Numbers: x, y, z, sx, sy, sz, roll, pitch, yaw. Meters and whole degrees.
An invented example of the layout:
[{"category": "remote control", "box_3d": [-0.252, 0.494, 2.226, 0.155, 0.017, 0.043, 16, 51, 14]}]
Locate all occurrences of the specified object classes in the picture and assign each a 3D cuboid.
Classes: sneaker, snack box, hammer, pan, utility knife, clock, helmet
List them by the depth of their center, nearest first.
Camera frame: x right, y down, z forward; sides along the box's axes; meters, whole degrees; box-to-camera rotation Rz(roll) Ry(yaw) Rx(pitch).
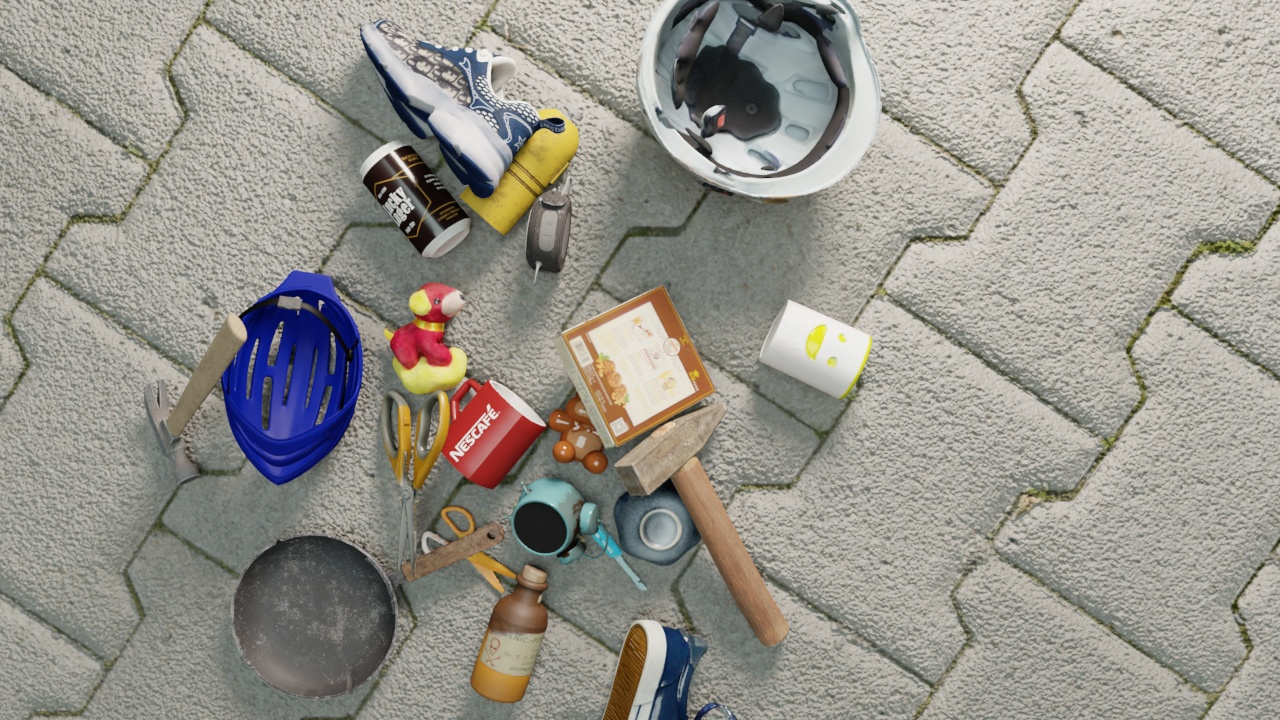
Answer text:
[{"category": "hammer", "box_3d": [-0.485, 0.034, 0.999, 0.030, 0.332, 0.119, -24, 83, -42]}, {"category": "helmet", "box_3d": [-0.383, 0.014, 1.004, 0.147, 0.228, 0.241, 9, 79, -14]}, {"category": "helmet", "box_3d": [0.123, -0.296, 1.013, 0.264, 0.163, 0.237, 29, 97, -7]}, {"category": "sneaker", "box_3d": [-0.206, -0.311, 1.038, 0.132, 0.103, 0.269, -39, 69, -11]}, {"category": "clock", "box_3d": [-0.107, -0.152, 1.058, 0.044, 0.091, 0.123, 9, 98, 0]}, {"category": "snack box", "box_3d": [-0.006, 0.006, 1.062, 0.146, 0.041, 0.143, -28, 93, -23]}, {"category": "hammer", "box_3d": [0.099, 0.204, 1.076, 0.157, 0.037, 0.301, -37, 105, -36]}, {"category": "clock", "box_3d": [-0.097, 0.195, 1.085, 0.124, 0.053, 0.090, 29, 114, 6]}, {"category": "sneaker", "box_3d": [0.021, 0.461, 1.091, 0.127, 0.121, 0.294, 15, 90, -22]}, {"category": "pan", "box_3d": [-0.320, 0.273, 1.108, 0.357, 0.040, 0.207, -24, 92, 2]}, {"category": "utility knife", "box_3d": [-0.042, 0.217, 1.112, 0.022, 0.015, 0.158, -40, 92, 26]}]

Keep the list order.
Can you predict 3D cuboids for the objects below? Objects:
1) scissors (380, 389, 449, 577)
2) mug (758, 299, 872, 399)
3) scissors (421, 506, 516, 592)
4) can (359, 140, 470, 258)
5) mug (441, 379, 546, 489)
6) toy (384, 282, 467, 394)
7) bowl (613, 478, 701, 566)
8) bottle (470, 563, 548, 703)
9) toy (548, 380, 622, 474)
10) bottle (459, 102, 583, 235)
[{"category": "scissors", "box_3d": [-0.276, 0.135, 1.076, 0.166, 0.016, 0.225, 18, 98, 41]}, {"category": "mug", "box_3d": [0.202, -0.013, 1.065, 0.106, 0.082, 0.082, 24, 93, 1]}, {"category": "scissors", "box_3d": [-0.212, 0.244, 1.118, 0.084, 0.012, 0.133, -39, 90, 4]}, {"category": "can", "box_3d": [-0.261, -0.186, 1.070, 0.072, 0.072, 0.128, -39, 91, 2]}, {"category": "mug", "box_3d": [-0.185, 0.077, 1.081, 0.116, 0.080, 0.096, 41, 93, 28]}, {"category": "toy", "box_3d": [-0.254, -0.026, 1.088, 0.105, 0.067, 0.137, 12, 105, 3]}, {"category": "bowl", "box_3d": [0.023, 0.195, 1.091, 0.110, 0.055, 0.110, 0, 93, 0]}, {"category": "bottle", "box_3d": [-0.148, 0.321, 1.093, 0.068, 0.068, 0.157, 18, 93, 0]}, {"category": "toy", "box_3d": [-0.057, 0.065, 1.083, 0.095, 0.065, 0.127, 18, 88, -9]}, {"category": "bottle", "box_3d": [-0.129, -0.229, 1.068, 0.071, 0.071, 0.164, 42, 93, -1]}]
